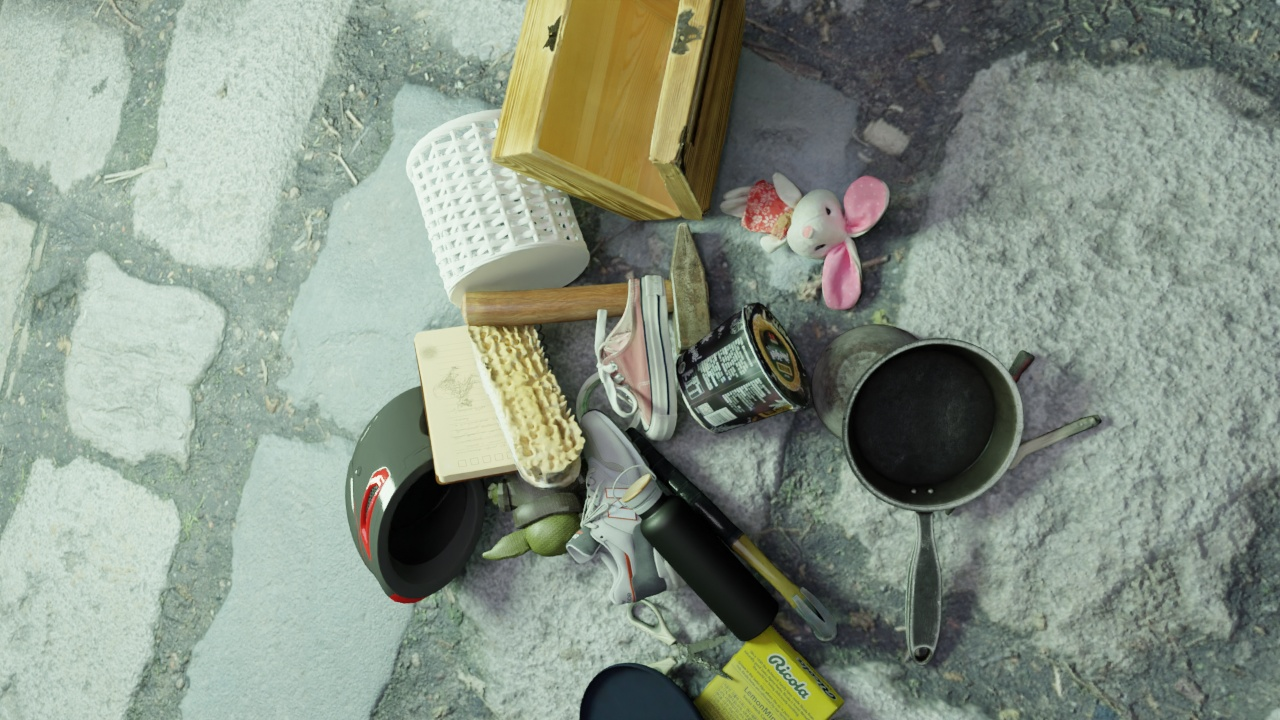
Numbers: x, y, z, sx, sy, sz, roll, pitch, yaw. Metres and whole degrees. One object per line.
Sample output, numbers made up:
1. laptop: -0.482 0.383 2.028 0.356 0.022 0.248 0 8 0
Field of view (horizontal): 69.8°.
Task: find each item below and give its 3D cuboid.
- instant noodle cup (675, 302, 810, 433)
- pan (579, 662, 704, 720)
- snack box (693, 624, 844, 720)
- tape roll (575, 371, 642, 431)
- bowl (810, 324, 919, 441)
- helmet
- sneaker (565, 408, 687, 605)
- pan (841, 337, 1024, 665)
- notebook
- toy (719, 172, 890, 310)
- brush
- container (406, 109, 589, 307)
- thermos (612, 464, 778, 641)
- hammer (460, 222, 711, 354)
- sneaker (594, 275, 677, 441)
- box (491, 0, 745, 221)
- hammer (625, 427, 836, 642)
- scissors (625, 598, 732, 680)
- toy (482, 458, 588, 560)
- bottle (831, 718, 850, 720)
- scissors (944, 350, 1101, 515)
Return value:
1. instant noodle cup: 0.112 0.015 1.053 0.112 0.137 0.137 -29 73 25
2. pan: 0.065 0.484 1.022 0.356 0.021 0.199 33 115 31
3. snack box: 0.126 0.405 1.040 0.121 0.045 0.181 44 102 24
4. tape roll: -0.037 0.059 1.166 0.094 0.018 0.093 -3 81 22
5. bowl: 0.257 0.026 1.024 0.145 0.067 0.145 -3 82 22
6. helmet: -0.293 0.158 1.178 0.170 0.164 0.264 19 92 51
7. sneaker: -0.036 0.182 1.077 0.124 0.089 0.239 -30 79 -22
8. pan: 0.303 0.150 0.974 0.187 0.055 0.357 0 103 0
9. notebook: -0.186 0.041 1.147 0.167 0.024 0.225 -9 54 -14
10. toy: 0.188 -0.163 1.070 0.194 0.084 0.159 27 122 22
11. brush: -0.141 0.036 1.104 0.083 0.057 0.271 -16 56 -16
12. container: -0.179 -0.186 1.163 0.190 0.189 0.186 -24 76 17
13. thermos: 0.057 0.209 1.023 0.061 0.061 0.231 -40 97 12
14. hammer: -0.068 -0.078 1.121 0.301 0.037 0.157 -5 80 -4
15. sneaker: -0.006 0.006 1.051 0.088 0.241 0.118 -5 43 0
16. box: 0.032 -0.320 1.046 0.264 0.269 0.279 5 82 48
17. hammer: 0.094 0.191 1.056 0.025 0.118 0.333 -44 63 -8
18. scissors: 0.034 0.341 1.082 0.168 0.012 0.158 49 117 33
19. toy: -0.119 0.169 1.150 0.179 0.078 0.152 -15 78 -5
20. bottle: 0.219 0.488 0.986 0.052 0.052 0.195 -3 82 22
21. scissors: 0.396 0.080 0.989 0.179 0.015 0.194 4 86 23
